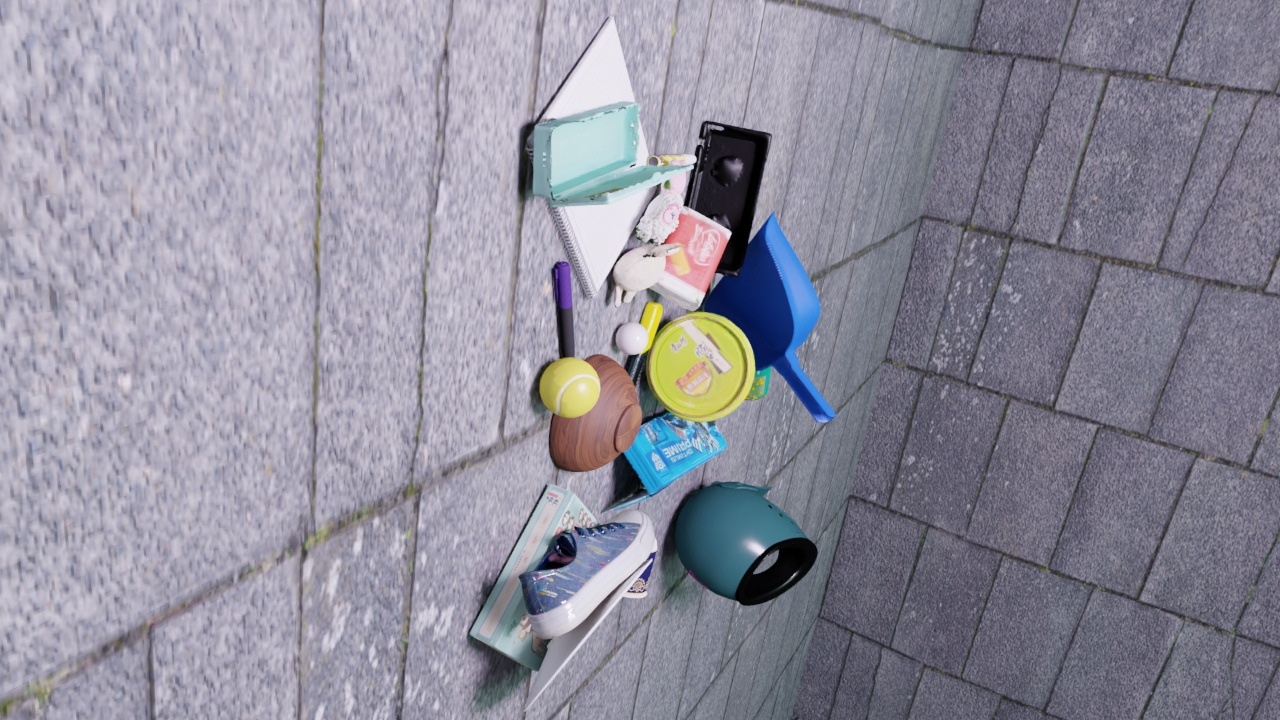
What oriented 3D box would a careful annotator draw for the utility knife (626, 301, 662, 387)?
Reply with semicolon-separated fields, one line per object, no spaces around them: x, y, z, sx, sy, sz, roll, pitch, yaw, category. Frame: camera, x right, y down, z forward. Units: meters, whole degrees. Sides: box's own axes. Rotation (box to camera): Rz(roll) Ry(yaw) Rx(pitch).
-0.007;0.007;1.189;0.028;0.020;0.172;24;84;-66;utility knife

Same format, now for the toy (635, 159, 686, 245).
0.033;-0.186;1.086;0.095;0.041;0.109;-32;143;-77;toy

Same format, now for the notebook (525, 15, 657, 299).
-0.042;-0.202;0.966;0.177;0.013;0.246;-62;155;-25;notebook

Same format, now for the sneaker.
-0.058;0.221;1.053;0.234;0.088;0.079;-37;105;-57;sneaker

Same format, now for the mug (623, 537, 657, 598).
-0.024;0.269;1.281;0.112;0.085;0.089;-159;-96;-78;mug

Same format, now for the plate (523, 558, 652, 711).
-0.071;0.316;1.095;0.229;0.030;0.229;-48;171;-10;plate

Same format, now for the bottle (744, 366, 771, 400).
0.193;-0.035;1.547;0.067;0.068;0.210;-42;144;-49;bottle

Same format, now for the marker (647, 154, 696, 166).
0.040;-0.242;1.110;0.132;0.014;0.014;-30;133;-64;marker

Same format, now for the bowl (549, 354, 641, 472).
-0.040;0.072;1.098;0.146;0.069;0.147;-47;147;-45;bowl

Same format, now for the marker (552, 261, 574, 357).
-0.081;-0.047;0.988;0.018;0.015;0.134;-22;132;-26;marker

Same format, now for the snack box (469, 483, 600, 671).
-0.117;0.261;1.098;0.193;0.044;0.141;-62;154;-20;snack box

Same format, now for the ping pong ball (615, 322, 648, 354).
-0.011;-0.027;1.128;0.040;0.040;0.040;-47;146;-45;ping pong ball

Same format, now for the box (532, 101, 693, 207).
-0.017;-0.197;0.888;0.187;0.093;0.077;-38;139;-57;box

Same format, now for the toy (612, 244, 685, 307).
0.003;-0.109;1.079;0.113;0.050;0.087;-54;165;28;toy

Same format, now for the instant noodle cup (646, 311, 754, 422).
0.087;0.009;1.256;0.097;0.146;0.146;2;105;-77;instant noodle cup

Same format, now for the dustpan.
0.193;-0.033;1.247;0.059;0.257;0.246;-32;171;-25;dustpan

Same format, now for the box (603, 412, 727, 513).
0.023;0.142;1.335;0.115;0.094;0.242;-36;171;26;box

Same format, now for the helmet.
0.172;0.297;1.572;0.274;0.200;0.177;7;116;-51;helmet

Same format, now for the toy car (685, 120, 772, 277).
0.107;-0.215;1.224;0.071;0.094;0.192;-84;-175;-76;toy car

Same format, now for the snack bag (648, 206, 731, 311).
0.060;-0.130;1.166;0.115;0.077;0.036;-66;-168;-14;snack bag

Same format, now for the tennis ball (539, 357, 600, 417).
-0.076;0.029;0.990;0.065;0.065;0.065;-47;146;-45;tennis ball
